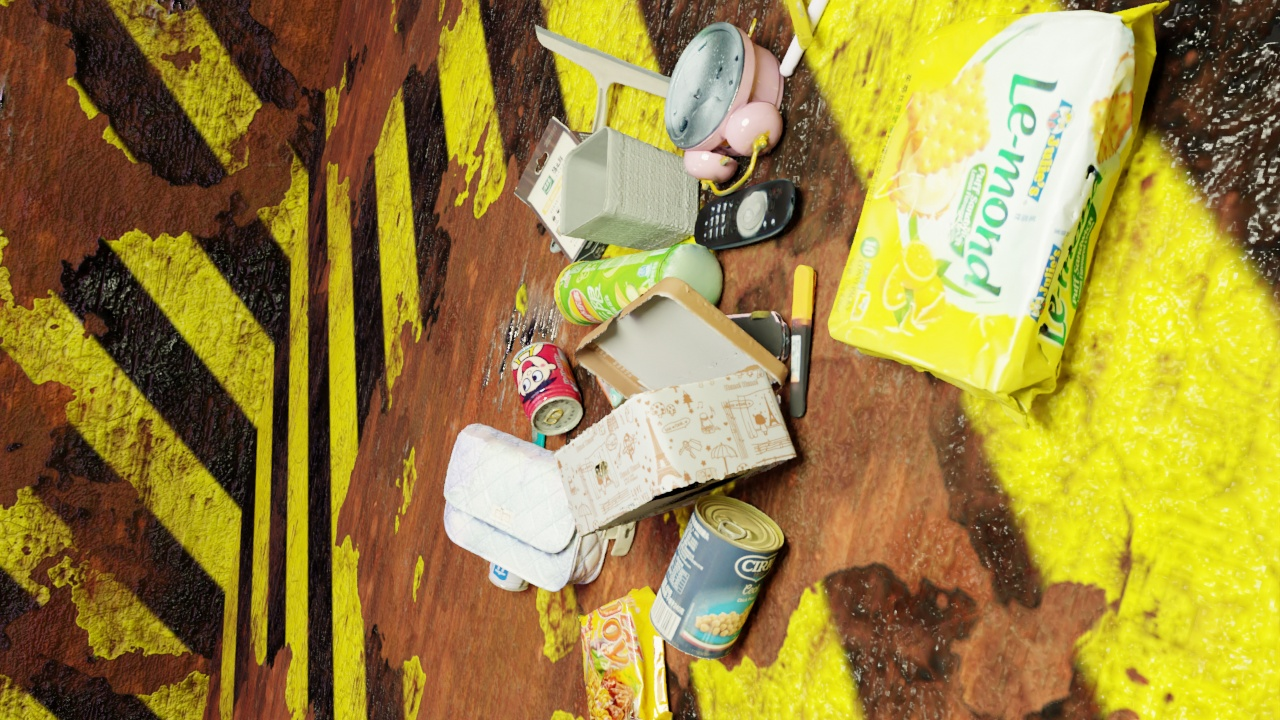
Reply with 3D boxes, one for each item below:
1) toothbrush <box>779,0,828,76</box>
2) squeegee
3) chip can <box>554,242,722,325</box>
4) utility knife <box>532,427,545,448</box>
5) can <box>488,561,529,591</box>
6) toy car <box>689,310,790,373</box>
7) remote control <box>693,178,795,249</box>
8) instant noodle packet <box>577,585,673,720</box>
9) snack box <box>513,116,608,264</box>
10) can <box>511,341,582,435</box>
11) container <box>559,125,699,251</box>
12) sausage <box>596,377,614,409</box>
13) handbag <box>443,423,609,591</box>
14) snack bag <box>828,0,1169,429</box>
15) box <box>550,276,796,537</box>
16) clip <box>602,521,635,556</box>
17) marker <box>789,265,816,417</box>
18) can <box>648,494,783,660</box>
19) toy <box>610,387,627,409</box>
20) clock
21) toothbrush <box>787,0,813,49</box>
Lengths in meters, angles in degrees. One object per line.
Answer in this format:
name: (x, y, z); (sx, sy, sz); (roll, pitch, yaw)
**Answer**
toothbrush: (0.162, -0.332, 0.777); (0.021, 0.029, 0.189); (31, 114, 17)
squeegee: (-0.065, -0.243, 1.094); (0.246, 0.039, 0.247); (34, 118, 37)
chip can: (-0.006, -0.073, 0.920); (0.222, 0.072, 0.072); (0, 82, 58)
utility knife: (-0.124, 0.080, 1.119); (0.029, 0.013, 0.207); (-11, 72, 56)
can: (-0.136, 0.197, 1.066); (0.053, 0.053, 0.135); (34, 110, 56)
toy car: (0.081, -0.013, 0.801); (0.123, 0.037, 0.056); (-3, 85, 45)
remote control: (0.096, -0.128, 0.819); (0.137, 0.024, 0.053); (-4, 75, 57)
instant noodle packet: (-0.018, 0.288, 0.866); (0.111, 0.044, 0.128); (-36, 52, 43)
snack box: (-0.073, -0.192, 1.045); (0.125, 0.053, 0.113); (55, 129, 24)
can: (-0.107, 0.033, 1.055); (0.067, 0.066, 0.093); (-58, 38, 31)
container: (-0.008, -0.162, 0.907); (0.090, 0.114, 0.090); (-17, 67, 55)
sausage: (-0.013, 0.054, 0.943); (0.021, 0.021, 0.165); (-63, 35, 25)
handbag: (-0.123, 0.156, 0.978); (0.194, 0.075, 0.134); (16, 96, 33)
snack bag: (0.217, -0.097, 0.576); (0.158, 0.068, 0.246); (28, 105, 58)
box: (0.018, 0.029, 0.767); (0.183, 0.152, 0.178); (-37, 69, 54)
clip: (-0.015, 0.136, 0.915); (0.105, 0.034, 0.083); (-60, 40, 42)
marker: (0.131, -0.015, 0.743); (0.018, 0.015, 0.123); (-4, 81, 59)
can: (0.060, 0.176, 0.742); (0.075, 0.075, 0.111); (47, 121, 52)
toy: (-0.006, 0.005, 0.933); (0.097, 0.030, 0.091); (-10, 65, 38)
clock: (0.079, -0.227, 0.841); (0.117, 0.059, 0.158); (-28, 56, 50)
toothbrush: (0.127, -0.340, 0.814); (0.016, 0.016, 0.189); (127, 146, -46)
